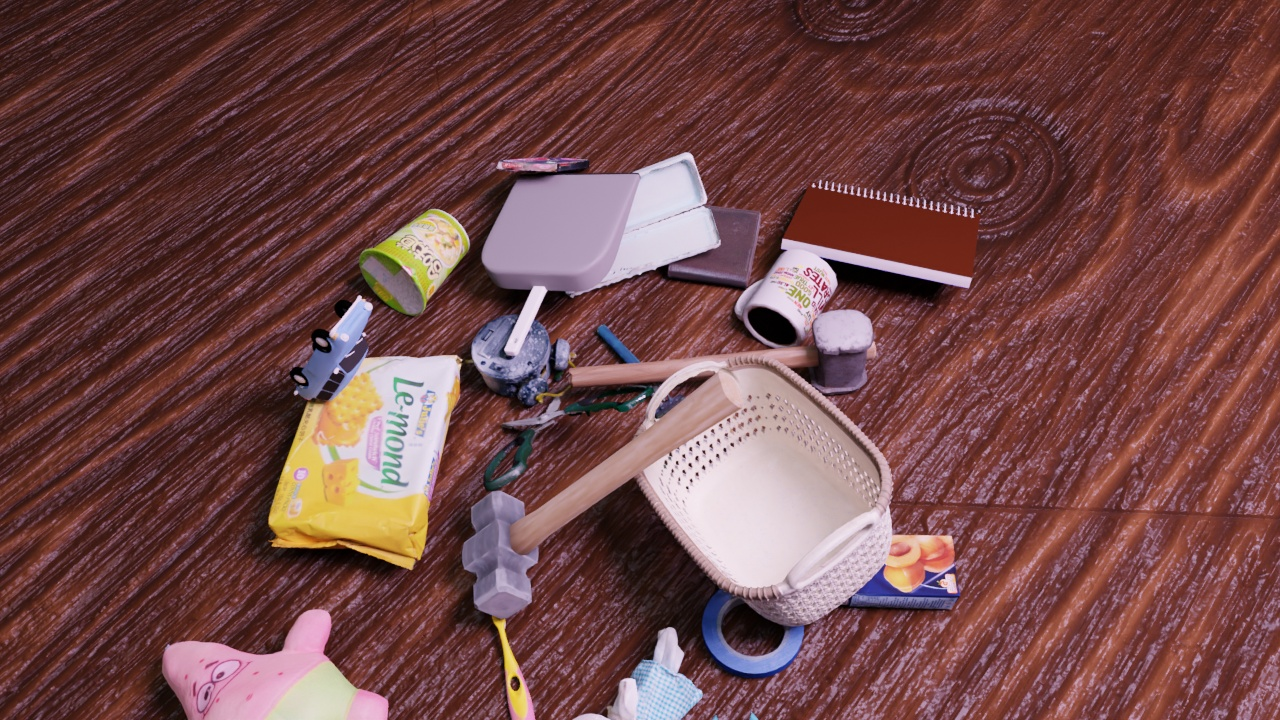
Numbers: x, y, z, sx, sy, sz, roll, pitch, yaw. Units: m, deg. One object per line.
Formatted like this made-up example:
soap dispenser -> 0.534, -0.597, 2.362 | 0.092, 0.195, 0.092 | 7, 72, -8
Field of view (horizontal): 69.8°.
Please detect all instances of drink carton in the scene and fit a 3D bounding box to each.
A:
drink carton -> 0.230, 0.201, 0.872 | 0.130, 0.040, 0.064 | 0, 55, 6

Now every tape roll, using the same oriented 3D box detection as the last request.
tape roll -> 0.105, 0.251, 0.863 | 0.093, 0.016, 0.091 | 32, 64, 24

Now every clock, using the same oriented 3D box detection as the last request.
clock -> -0.131, 0.001, 1.035 | 0.129, 0.052, 0.090 | 24, 61, 21

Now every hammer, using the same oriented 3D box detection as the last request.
hammer -> -0.040, 0.114, 0.844 | 0.324, 0.051, 0.117 | -37, 40, 23
hammer -> 0.087, 0.005, 0.987 | 0.328, 0.098, 0.052 | -6, 56, 3

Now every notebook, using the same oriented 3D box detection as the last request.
notebook -> 0.289, -0.156, 1.086 | 0.209, 0.022, 0.171 | 14, 38, 14

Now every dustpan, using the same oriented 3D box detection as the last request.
dustpan -> -0.108, -0.116, 1.055 | 0.163, 0.033, 0.256 | 4, 54, 22

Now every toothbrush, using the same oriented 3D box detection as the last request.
toothbrush -> -0.119, 0.294, 0.859 | 0.021, 0.016, 0.135 | -16, 58, -8

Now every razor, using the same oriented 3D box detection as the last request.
razor -> -0.006, 0.006, 1.038 | 0.042, 0.022, 0.144 | -32, 58, -17

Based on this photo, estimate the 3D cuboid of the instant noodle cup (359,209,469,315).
instant noodle cup -> -0.268, -0.125, 1.114 | 0.099, 0.099, 0.107 | 23, 52, 19

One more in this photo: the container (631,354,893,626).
container -> 0.115, 0.120, 0.844 | 0.184, 0.143, 0.246 | -37, 45, -4

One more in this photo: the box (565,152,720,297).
box -> -0.013, -0.163, 1.108 | 0.197, 0.075, 0.125 | -19, 64, 9

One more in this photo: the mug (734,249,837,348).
mug -> 0.158, -0.069, 1.049 | 0.105, 0.073, 0.089 | 7, 51, 45

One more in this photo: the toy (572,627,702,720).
toy -> -0.020, 0.316, 0.789 | 0.106, 0.131, 0.204 | 5, 49, 28

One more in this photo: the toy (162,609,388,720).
toy -> -0.349, 0.308, 0.826 | 0.237, 0.097, 0.191 | 17, 51, 25

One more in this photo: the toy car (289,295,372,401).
toy car -> -0.309, -0.007, 0.931 | 0.055, 0.154, 0.056 | 36, 49, -13

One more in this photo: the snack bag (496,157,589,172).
snack bag -> -0.119, -0.248, 1.166 | 0.075, 0.018, 0.155 | 5, 15, 11

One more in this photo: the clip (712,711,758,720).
clip -> 0.071, 0.367, 0.785 | 0.113, 0.028, 0.126 | 3, 57, 5

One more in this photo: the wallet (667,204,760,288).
wallet -> 0.092, -0.144, 1.126 | 0.099, 0.031, 0.119 | 10, 55, 10

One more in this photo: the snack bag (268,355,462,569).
snack bag -> -0.284, 0.100, 0.972 | 0.160, 0.068, 0.246 | 2, 55, 7

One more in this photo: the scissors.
scissors -> -0.095, 0.075, 0.930 | 0.202, 0.015, 0.203 | -12, 22, 39
